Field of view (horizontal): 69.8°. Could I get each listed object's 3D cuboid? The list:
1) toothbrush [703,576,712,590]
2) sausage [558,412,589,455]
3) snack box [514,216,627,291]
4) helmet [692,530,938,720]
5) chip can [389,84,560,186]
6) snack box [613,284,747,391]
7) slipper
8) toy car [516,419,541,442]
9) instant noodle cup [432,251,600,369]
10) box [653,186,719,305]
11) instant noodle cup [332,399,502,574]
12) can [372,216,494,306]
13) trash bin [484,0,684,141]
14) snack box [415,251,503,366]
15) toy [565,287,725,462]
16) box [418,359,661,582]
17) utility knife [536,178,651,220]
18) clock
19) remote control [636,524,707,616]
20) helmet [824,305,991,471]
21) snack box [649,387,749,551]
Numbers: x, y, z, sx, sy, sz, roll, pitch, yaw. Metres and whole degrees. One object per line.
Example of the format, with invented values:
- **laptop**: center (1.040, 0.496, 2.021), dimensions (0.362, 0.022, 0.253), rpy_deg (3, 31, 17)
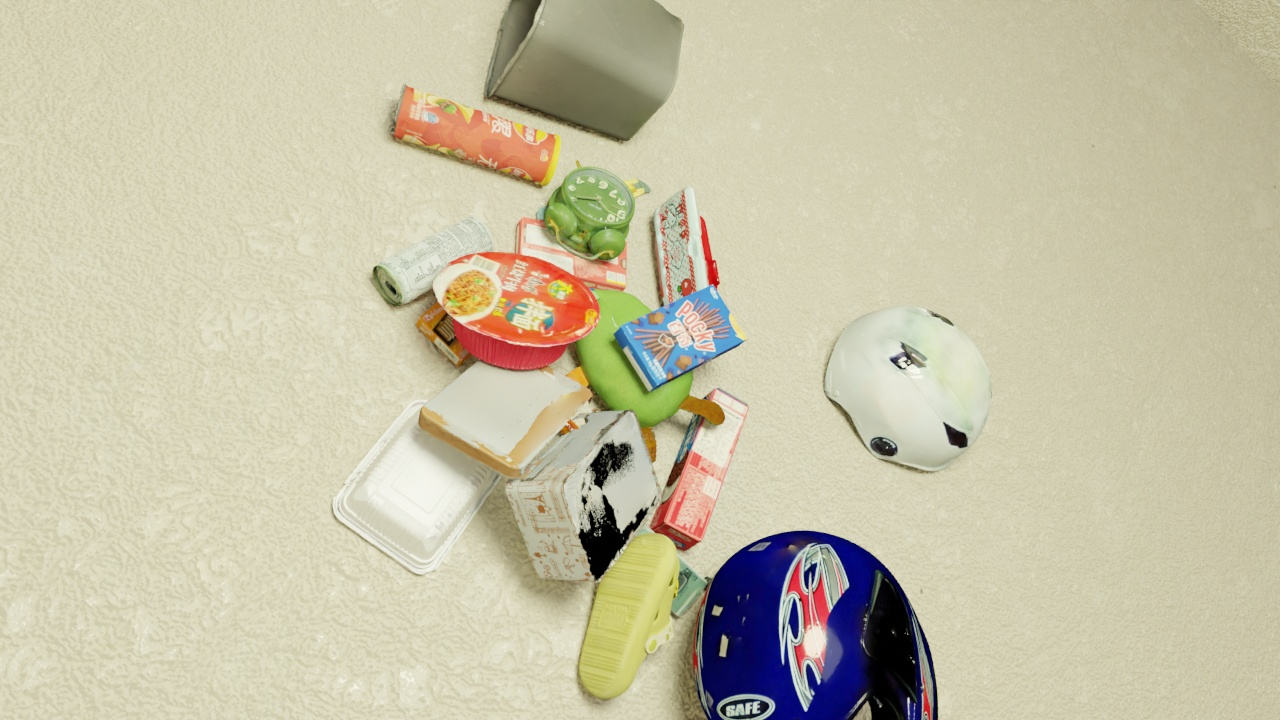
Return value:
- **toothbrush**: center (0.026, 0.233, 1.121), dimensions (0.189, 0.016, 0.014), rpy_deg (35, 49, -6)
- **sausage**: center (-0.102, 0.071, 1.129), dimensions (0.165, 0.022, 0.021), rpy_deg (44, 56, -1)
- **snack box**: center (-0.092, -0.139, 1.228), dimensions (0.152, 0.026, 0.075), rpy_deg (10, 62, -22)
- **helmet**: center (0.176, 0.339, 0.999), dimensions (0.240, 0.248, 0.314), rpy_deg (32, 47, -31)
- **chip can**: center (-0.216, -0.297, 1.214), dimensions (0.216, 0.073, 0.073), rpy_deg (15, 62, -18)
- **snack box**: center (0.052, -0.030, 1.132), dimensions (0.156, 0.026, 0.084), rpy_deg (-26, 80, -33)
- **slipper**: center (-0.006, 0.293, 1.045), dimensions (0.081, 0.092, 0.190), rpy_deg (42, 62, -43)
- **toy car**: center (-0.167, 0.062, 1.095), dimensions (0.120, 0.037, 0.054), rpy_deg (35, 54, -19)
- **instant noodle cup**: center (-0.148, -0.052, 1.075), dimensions (0.194, 0.066, 0.193), rpy_deg (13, 35, -9)
- **box**: center (0.075, -0.134, 1.261), dimensions (0.095, 0.102, 0.201), rpy_deg (3, 67, -24)
- **instant noodle cup**: center (-0.237, 0.130, 1.016), dimensions (0.138, 0.060, 0.173), rpy_deg (37, 56, -6)
- **can**: center (-0.251, -0.122, 1.124), dimensions (0.146, 0.058, 0.058), rpy_deg (-36, 86, -33)
- **trash bin**: center (-0.075, -0.437, 1.284), dimensions (0.219, 0.199, 0.198), rpy_deg (20, 62, -25)
- **snack box**: center (-0.199, -0.065, 1.143), dimensions (0.075, 0.026, 0.153), rpy_deg (45, 56, 0)
- **toy**: center (-0.007, 0.007, 1.161), dimensions (0.226, 0.090, 0.246), rpy_deg (-26, 74, -16)
- **box**: center (-0.097, 0.102, 1.017), dimensions (0.272, 0.131, 0.178), rpy_deg (50, 37, -4)
- **utility knife**: center (-0.067, -0.226, 1.290), dimensions (0.195, 0.020, 0.031), rpy_deg (-24, 73, -27)
- **clock**: center (-0.067, -0.191, 1.215), dimensions (0.116, 0.056, 0.160), rpy_deg (24, 50, -10)
- **remote control**: center (0.014, 0.242, 1.100), dimensions (0.135, 0.019, 0.056), rpy_deg (44, 75, -2)
- **helmet**: center (0.411, 0.027, 1.321), dimensions (0.258, 0.146, 0.228), rpy_deg (46, 57, 0)
- **snack box**: center (0.077, 0.136, 1.165), dimensions (0.058, 0.057, 0.207), rpy_deg (29, 58, -8)
